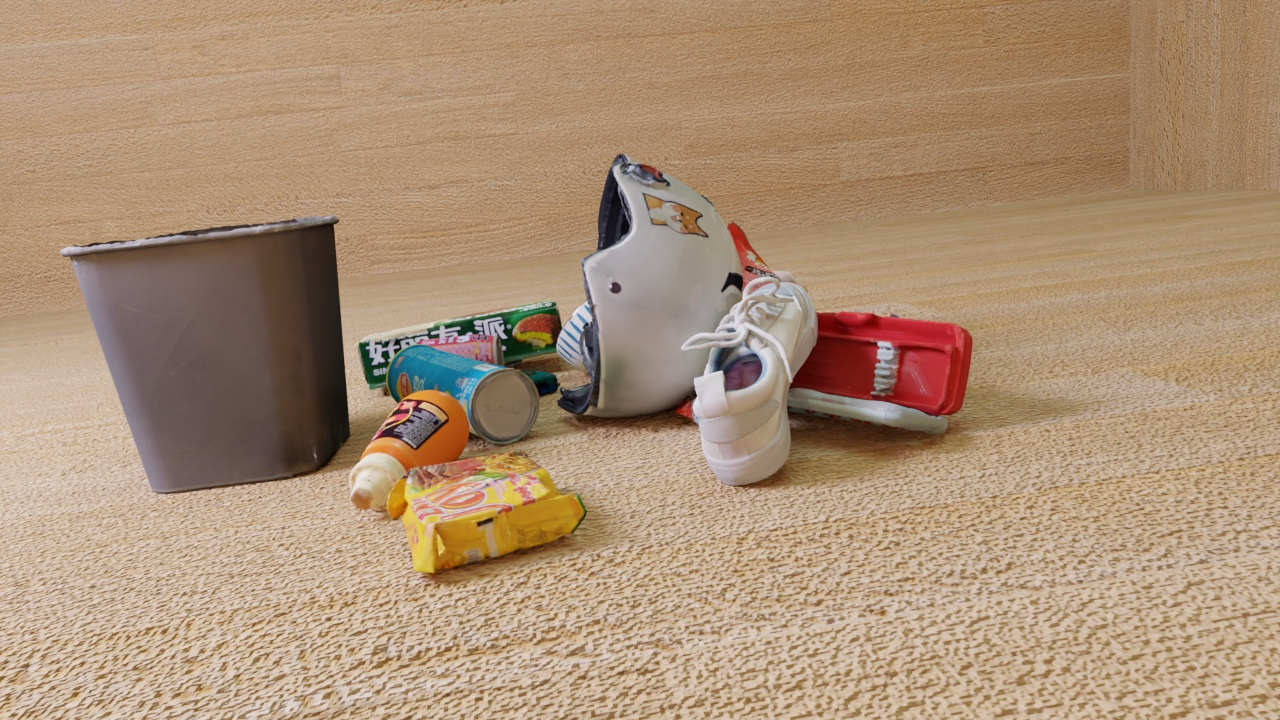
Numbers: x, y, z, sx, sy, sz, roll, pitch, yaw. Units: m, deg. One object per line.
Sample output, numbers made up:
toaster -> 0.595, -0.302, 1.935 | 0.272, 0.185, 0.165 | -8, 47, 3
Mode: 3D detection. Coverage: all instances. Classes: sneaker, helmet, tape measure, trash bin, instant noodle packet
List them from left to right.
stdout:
trash bin -> -0.367, -0.013, 0.833 | 0.199, 0.220, 0.198 | -7, 13, -4
instant noodle packet -> -0.106, 0.096, 0.607 | 0.110, 0.044, 0.128 | -15, 14, -20
tape measure -> -0.126, 0.025, 1.006 | 0.054, 0.025, 0.058 | -15, 14, -42
helmet -> 0.020, -0.065, 0.886 | 0.157, 0.231, 0.273 | 12, 42, -3
sneaker -> 0.082, -0.012, 0.723 | 0.090, 0.091, 0.241 | -16, 28, 24

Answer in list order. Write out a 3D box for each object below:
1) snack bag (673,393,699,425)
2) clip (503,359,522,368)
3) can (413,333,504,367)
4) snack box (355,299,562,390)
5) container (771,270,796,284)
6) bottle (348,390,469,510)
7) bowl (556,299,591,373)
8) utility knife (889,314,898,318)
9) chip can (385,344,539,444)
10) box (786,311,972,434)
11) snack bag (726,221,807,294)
snack bag -> 0.072, 0.047, 0.792 | 0.045, 0.026, 0.105 | -10, 14, -30
clip -> -0.167, 0.012, 1.107 | 0.057, 0.037, 0.026 | -11, 7, -31
can -> -0.204, 0.006, 1.035 | 0.094, 0.066, 0.066 | -6, 12, -1
snack box -> -0.217, -0.023, 1.130 | 0.240, 0.063, 0.114 | -12, 7, -8
container -> 0.123, -0.055, 1.118 | 0.110, 0.090, 0.090 | -17, 16, -30
bottle -> -0.186, 0.075, 0.720 | 0.067, 0.067, 0.149 | -3, 19, 12
bowl -> -0.034, -0.028, 1.059 | 0.066, 0.117, 0.116 | 45, 33, 16
utility knife -> 0.224, -0.014, 0.857 | 0.031, 0.019, 0.183 | 23, -18, 8
chip can -> -0.179, 0.030, 0.897 | 0.071, 0.071, 0.210 | -14, 15, -33
box -> 0.161, 0.002, 0.766 | 0.100, 0.094, 0.201 | 9, 0, -41
snack bag -> 0.140, -0.063, 0.985 | 0.073, 0.128, 0.207 | -43, 22, 25
